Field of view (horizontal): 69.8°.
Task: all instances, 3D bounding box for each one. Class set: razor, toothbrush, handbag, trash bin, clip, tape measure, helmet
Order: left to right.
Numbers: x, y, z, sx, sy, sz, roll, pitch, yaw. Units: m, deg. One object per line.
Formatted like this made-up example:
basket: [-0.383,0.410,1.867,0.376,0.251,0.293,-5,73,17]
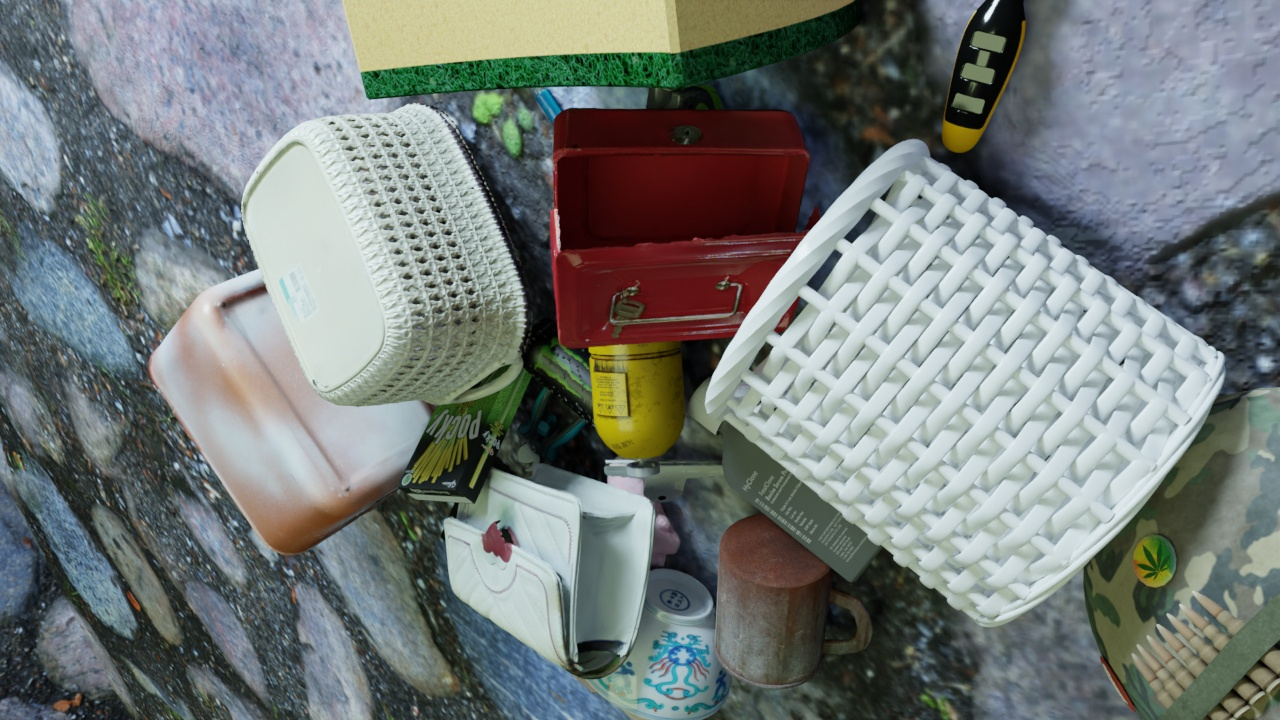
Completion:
trash bin: [-0.334,0.039,0.925,0.158,0.181,0.259,-31,92,43]
handbag: [-0.085,0.165,0.769,0.199,0.096,0.142,6,87,52]
razor: [-0.062,-0.177,0.691,0.144,0.022,0.042,52,172,-3]
clip: [0.020,0.096,0.754,0.101,0.040,0.054,1,160,-4]
tape measure: [0.031,-0.149,0.603,0.036,0.058,0.066,26,125,32]
toothbrush: [0.192,-0.202,0.467,0.031,0.030,0.197,23,123,21]
helmet: [0.327,0.133,0.426,0.236,0.192,0.224,32,113,52]

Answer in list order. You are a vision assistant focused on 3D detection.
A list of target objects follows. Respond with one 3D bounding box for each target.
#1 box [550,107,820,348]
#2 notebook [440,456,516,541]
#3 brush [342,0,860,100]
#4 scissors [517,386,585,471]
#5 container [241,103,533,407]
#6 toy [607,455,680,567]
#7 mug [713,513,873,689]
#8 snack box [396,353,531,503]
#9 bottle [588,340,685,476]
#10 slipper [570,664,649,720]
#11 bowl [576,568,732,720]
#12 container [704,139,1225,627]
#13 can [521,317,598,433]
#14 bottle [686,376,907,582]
box: [0.021,-0.082,0.574,0.136,0.157,0.117,99,166,-59]
notebook: [-0.108,0.218,0.957,0.231,0.019,0.170,41,132,13]
brush: [-0.019,-0.207,0.515,0.251,0.194,0.075,10,120,35]
scissors: [-0.088,0.063,0.844,0.130,0.019,0.151,11,130,38]
container: [-0.208,-0.080,0.743,0.185,0.143,0.251,-31,80,38]
toy: [-0.006,0.139,0.803,0.096,0.052,0.099,44,128,9]
mug: [0.119,0.188,0.712,0.123,0.096,0.110,7,124,14]
snack box: [-0.151,0.053,0.812,0.080,0.147,0.025,-4,144,40]
bottle: [-0.004,0.004,0.682,0.071,0.070,0.164,2,100,38]
slipper: [-0.056,0.250,0.878,0.094,0.064,0.239,-34,88,43]
bowl: [0.020,0.227,0.784,0.144,0.143,0.074,28,114,24]
container: [0.165,0.011,0.498,0.187,0.188,0.190,39,133,13]
can: [-0.039,0.022,0.762,0.137,0.053,0.054,40,133,14]
bottle: [0.111,0.075,0.676,0.174,0.046,0.084,37,132,17]
